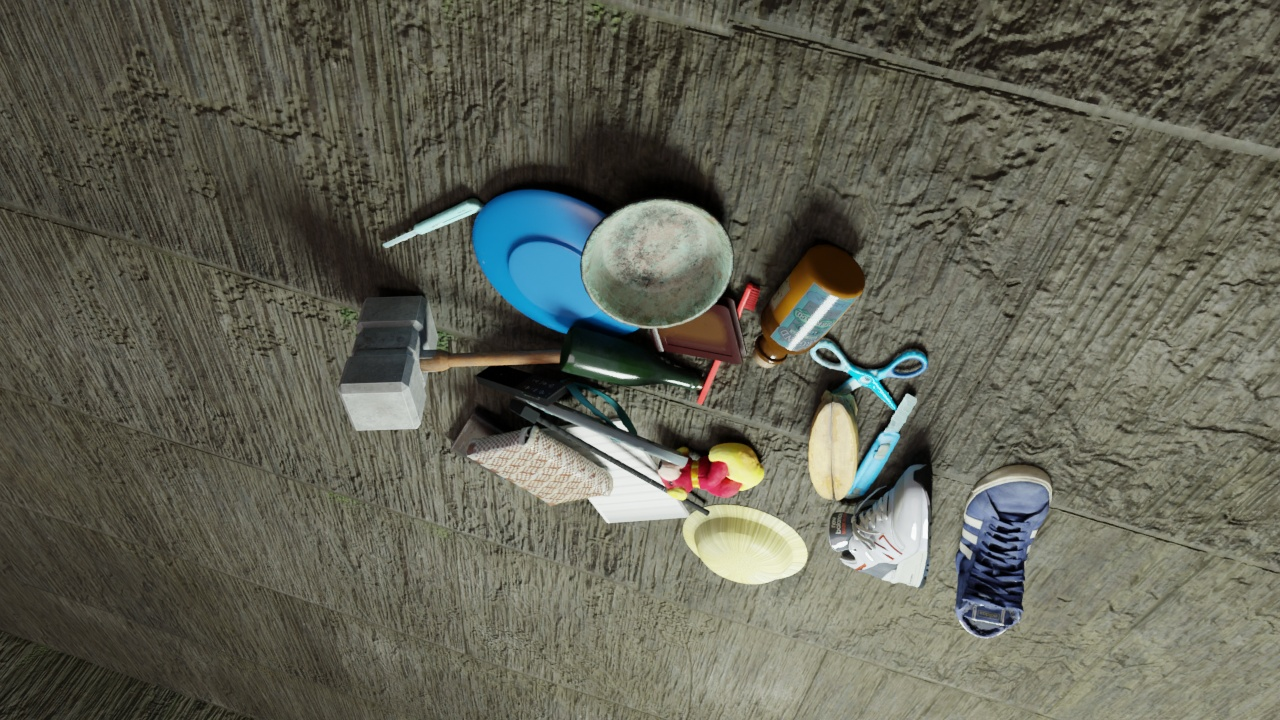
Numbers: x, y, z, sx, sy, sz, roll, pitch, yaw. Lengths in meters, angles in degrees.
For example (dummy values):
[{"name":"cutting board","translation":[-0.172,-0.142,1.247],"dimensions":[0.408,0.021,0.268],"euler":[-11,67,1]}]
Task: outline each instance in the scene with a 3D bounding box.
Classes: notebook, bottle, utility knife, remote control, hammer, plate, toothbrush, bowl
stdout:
[{"name":"notebook","translation":[-0.037,0.162,1.310],"dimensions":[0.143,0.009,0.210],"euler":[-10,130,30]},{"name":"bottle","translation":[0.165,-0.047,0.957],"dimensions":[0.068,0.067,0.157],"euler":[27,139,-5]},{"name":"utility knife","translation":[0.288,0.109,1.108],"dimensions":[0.031,0.015,0.222],"euler":[4,138,-6]},{"name":"bottle","translation":[-0.007,0.006,1.090],"dimensions":[0.174,0.055,0.055],"euler":[15,141,-15]},{"name":"remote control","translation":[-0.152,0.029,1.157],"dimensions":[0.150,0.034,0.013],"euler":[14,131,44]},{"name":"hammer","translation":[-0.190,-0.002,1.126],"dimensions":[0.318,0.162,0.083],"euler":[-2,136,1]},{"name":"plate","translation":[-0.090,-0.096,1.032],"dimensions":[0.224,0.024,0.225],"euler":[15,143,12]},{"name":"toothbrush","translation":[0.101,-0.013,1.062],"dimensions":[0.018,0.012,0.213],"euler":[21,139,2]},{"name":"utility knife","translation":[-0.244,-0.157,1.058],"dimensions":[0.166,0.015,0.022],"euler":[-14,160,36]},{"name":"hammer","translation":[-0.037,0.136,1.244],"dimensions":[0.324,0.015,0.095],"euler":[32,174,-21]},{"name":"bowl","translation":[0.016,-0.107,0.951],"dimensions":[0.157,0.038,0.158],"euler":[-2,128,-3]},{"name":"plate","translation":[0.147,0.282,1.336],"dimensions":[0.184,0.036,0.185],"euler":[12,138,11]}]

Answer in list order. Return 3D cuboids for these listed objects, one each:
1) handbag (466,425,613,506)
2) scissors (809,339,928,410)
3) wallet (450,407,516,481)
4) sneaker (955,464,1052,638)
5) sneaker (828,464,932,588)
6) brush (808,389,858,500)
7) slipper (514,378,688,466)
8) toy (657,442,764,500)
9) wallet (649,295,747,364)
[{"name":"handbag","translation":[-0.135,0.145,1.274],"dimensions":[0.124,0.046,0.185],"euler":[-16,141,34]},{"name":"scissors","translation":[0.255,0.012,1.023],"dimensions":[0.140,0.011,0.134],"euler":[-25,121,41]},{"name":"wallet","translation":[-0.218,0.125,1.334],"dimensions":[0.099,0.031,0.120],"euler":[33,140,-8]},{"name":"sneaker","translation":[0.431,0.242,1.110],"dimensions":[0.091,0.118,0.234],"euler":[13,138,10]},{"name":"sneaker","translation":[0.301,0.213,1.158],"dimensions":[0.124,0.088,0.240],"euler":[2,138,17]},{"name":"brush","translation":[0.233,0.103,1.101],"dimensions":[0.059,0.043,0.196],"euler":[7,140,16]},{"name":"slipper","translation":[-0.054,0.064,1.139],"dimensions":[0.269,0.054,0.098],"euler":[20,178,36]},{"name":"toy","translation":[0.094,0.147,1.206],"dimensions":[0.137,0.067,0.106],"euler":[-7,135,13]},{"name":"wallet","translation":[0.058,-0.039,1.038],"dimensions":[0.116,0.018,0.091],"euler":[7,135,29]}]
